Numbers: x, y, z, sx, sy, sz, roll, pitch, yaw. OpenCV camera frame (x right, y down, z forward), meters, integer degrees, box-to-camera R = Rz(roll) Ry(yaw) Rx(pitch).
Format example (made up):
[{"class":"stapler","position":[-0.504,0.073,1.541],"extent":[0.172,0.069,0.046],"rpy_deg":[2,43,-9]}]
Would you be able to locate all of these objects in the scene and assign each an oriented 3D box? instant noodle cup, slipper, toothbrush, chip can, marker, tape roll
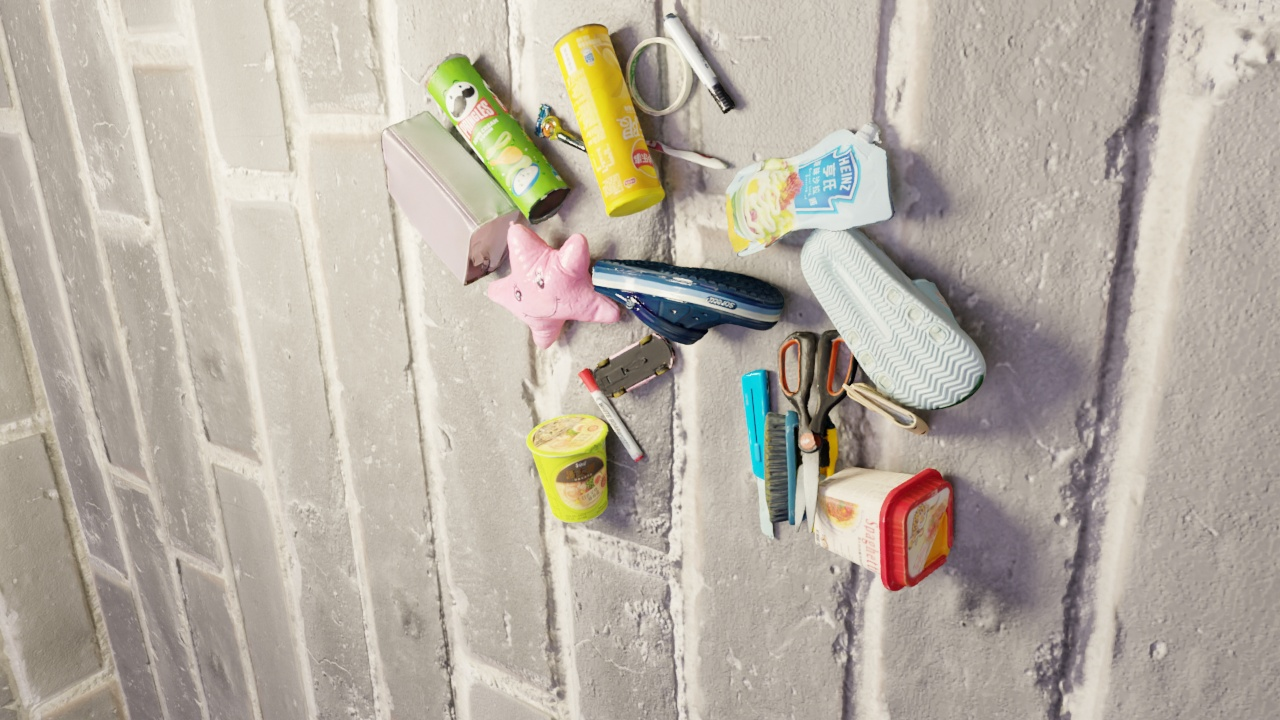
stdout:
[{"class":"instant noodle cup","position":[-0.092,0.154,1.272],"extent":[0.112,0.111,0.123],"rpy_deg":[10,120,34]},{"class":"slipper","position":[0.043,-0.066,1.081],"extent":[0.253,0.104,0.095],"rpy_deg":[15,108,35]},{"class":"slipper","position":[0.259,-0.050,0.952],"extent":[0.245,0.074,0.104],"rpy_deg":[56,132,28]},{"class":"toothbrush","position":[0.024,-0.256,1.085],"extent":[0.188,0.016,0.017],"rpy_deg":[24,110,28]},{"class":"instant noodle cup","position":[0.263,0.174,1.010],"extent":[0.124,0.116,0.116],"rpy_deg":[13,114,47]},{"class":"chip can","position":[-0.039,-0.278,1.069],"extent":[0.072,0.071,0.213],"rpy_deg":[-22,85,40]},{"class":"marker","position":[0.065,-0.332,1.023],"extent":[0.018,0.022,0.130],"rpy_deg":[-35,82,28]},{"class":"marker","position":[-0.040,0.074,1.254],"extent":[0.017,0.017,0.145],"rpy_deg":[-38,82,39]},{"class":"chip can","position":[-0.186,-0.288,1.194],"extent":[0.236,0.072,0.072],"rpy_deg":[52,129,8]},{"class":"tape roll","position":[0.021,-0.328,1.061],"extent":[0.086,0.013,0.086],"rpy_deg":[14,115,33]}]

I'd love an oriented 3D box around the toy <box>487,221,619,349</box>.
[{"class":"toy","position":[-0.132,-0.104,1.215],"extent":[0.195,0.074,0.178],"rpy_deg":[-16,110,37]}]

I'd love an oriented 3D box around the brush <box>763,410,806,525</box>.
[{"class":"brush","position":[0.183,0.127,1.085],"extent":[0.073,0.055,0.144],"rpy_deg":[-1,107,13]}]

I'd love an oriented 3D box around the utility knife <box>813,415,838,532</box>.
[{"class":"utility knife","position":[0.212,0.136,1.057],"extent":[0.033,0.015,0.156],"rpy_deg":[-7,107,-6]}]

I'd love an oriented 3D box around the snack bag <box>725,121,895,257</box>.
[{"class":"snack bag","position":[0.176,-0.178,0.972],"extent":[0.191,0.038,0.110],"rpy_deg":[-13,65,41]}]

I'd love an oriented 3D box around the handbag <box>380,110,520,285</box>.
[{"class":"handbag","position":[-0.264,-0.221,1.260],"extent":[0.197,0.098,0.145],"rpy_deg":[48,144,11]}]

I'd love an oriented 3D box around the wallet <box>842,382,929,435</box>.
[{"class":"wallet","position":[0.257,0.049,0.963],"extent":[0.087,0.115,0.024],"rpy_deg":[30,96,24]}]

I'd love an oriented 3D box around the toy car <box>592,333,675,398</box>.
[{"class":"toy car","position":[-0.007,0.007,1.193],"extent":[0.123,0.037,0.056],"rpy_deg":[-28,91,27]}]

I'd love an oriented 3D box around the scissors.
[{"class":"scissors","position":[0.201,0.075,1.012],"extent":[0.153,0.021,0.234],"rpy_deg":[-26,66,29]}]

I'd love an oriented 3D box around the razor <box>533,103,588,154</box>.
[{"class":"razor","position":[-0.082,-0.275,1.153],"extent":[0.143,0.022,0.043],"rpy_deg":[33,126,23]}]

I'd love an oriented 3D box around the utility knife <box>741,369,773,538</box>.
[{"class":"utility knife","position":[0.149,0.118,1.128],"extent":[0.034,0.018,0.225],"rpy_deg":[5,111,35]}]
